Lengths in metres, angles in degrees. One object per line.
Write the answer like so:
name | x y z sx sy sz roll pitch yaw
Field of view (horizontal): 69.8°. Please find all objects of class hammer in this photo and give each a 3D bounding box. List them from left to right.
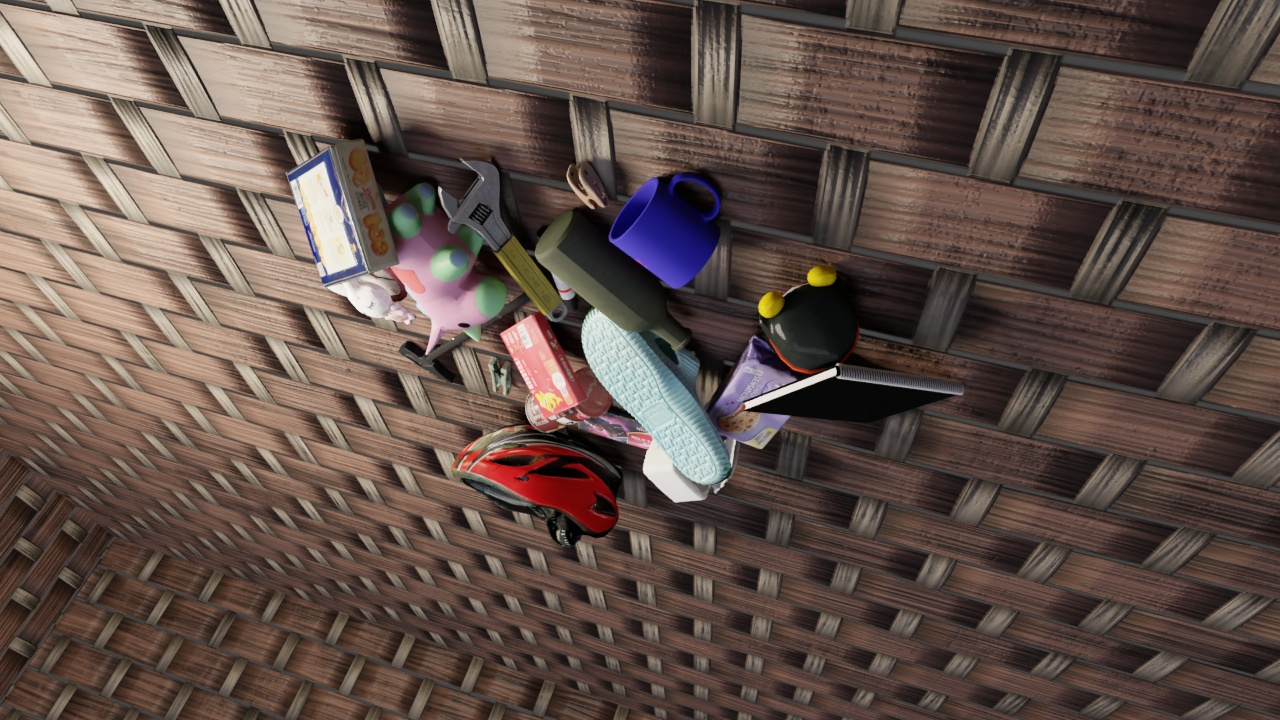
hammer | -0.234 -0.036 1.296 0.095 0.015 0.326 37 144 -23

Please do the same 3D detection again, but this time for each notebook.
notebook | 0.241 0.041 1.039 0.206 0.016 0.149 7 159 -34

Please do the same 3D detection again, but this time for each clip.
clip | -0.206 0.025 1.363 0.047 0.023 0.076 19 146 8
clip | -0.057 -0.183 0.964 0.062 0.025 0.047 28 152 -23

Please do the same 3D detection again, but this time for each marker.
marker | -0.096 -0.104 1.107 0.019 0.019 0.146 9 146 20

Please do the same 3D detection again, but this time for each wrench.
wrench | -0.150 -0.130 1.072 0.018 0.083 0.273 43 173 39

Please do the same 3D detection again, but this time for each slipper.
slipper | 0.028 0.038 1.155 0.276 0.069 0.116 52 137 -7

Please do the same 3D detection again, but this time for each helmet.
helmet | -0.159 0.190 1.440 0.272 0.166 0.218 23 162 -13

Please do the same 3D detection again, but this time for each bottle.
bottle | -0.023 -0.082 1.047 0.206 0.071 0.072 39 144 -25

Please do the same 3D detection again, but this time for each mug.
mug | 0.035 -0.140 0.932 0.083 0.079 0.111 35 118 -20

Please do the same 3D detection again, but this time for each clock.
clock | -0.345 -0.128 1.192 0.096 0.048 0.137 -12 136 42

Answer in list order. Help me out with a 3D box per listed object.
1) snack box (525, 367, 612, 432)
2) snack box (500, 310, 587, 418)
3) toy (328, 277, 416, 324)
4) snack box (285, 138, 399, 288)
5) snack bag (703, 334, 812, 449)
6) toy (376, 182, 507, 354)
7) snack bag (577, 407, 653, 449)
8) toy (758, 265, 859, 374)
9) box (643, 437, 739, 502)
snack box | -0.103 0.058 1.304 0.072 0.072 0.122 38 145 -24
snack box | -0.130 0.007 1.230 0.089 0.021 0.133 -24 94 49
toy | -0.349 -0.081 1.181 0.125 0.037 0.076 37 149 -18
snack box | -0.343 -0.164 1.052 0.145 0.042 0.144 -4 104 50
snack bag | 0.147 0.036 1.137 0.096 0.058 0.206 22 146 -5
toy | -0.255 -0.117 1.108 0.222 0.119 0.172 40 142 -15
snack bag | -0.020 0.100 1.369 0.155 0.018 0.075 15 147 7
toy | 0.184 -0.033 0.983 0.099 0.097 0.119 61 180 15
box | 0.091 0.131 1.265 0.130 0.109 0.103 -8 138 40
